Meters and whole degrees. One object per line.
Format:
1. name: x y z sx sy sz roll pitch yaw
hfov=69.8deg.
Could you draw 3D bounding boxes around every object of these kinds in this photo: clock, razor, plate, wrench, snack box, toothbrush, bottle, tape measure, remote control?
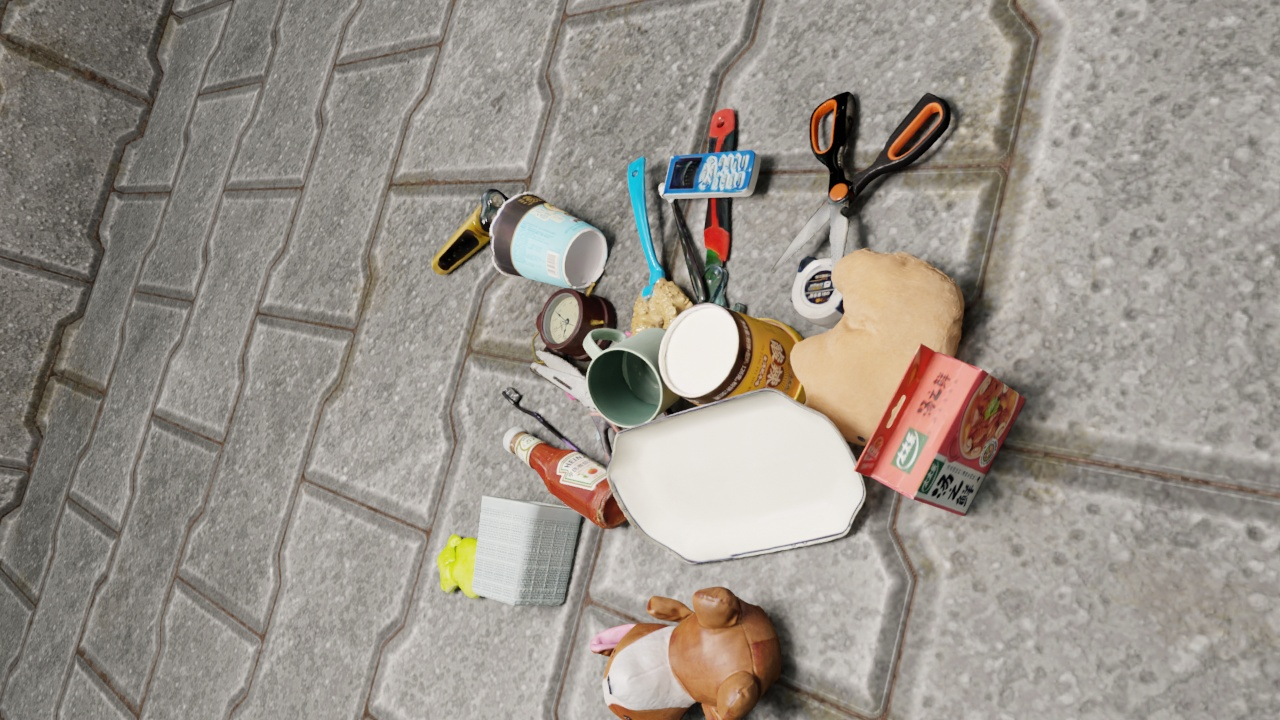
1. clock: -0.086 -0.038 1.103 0.122 0.055 0.082 -33 58 31
2. razor: -0.238 -0.173 1.289 0.168 0.062 0.067 -35 25 34
3. plate: 0.086 0.108 0.870 0.266 0.034 0.162 -21 104 37
4. wrench: 0.088 -0.157 1.015 0.056 0.016 0.273 -14 67 38
5. snack box: 0.241 0.058 0.729 0.044 0.127 0.113 31 97 43
6. toothbrush: 0.047 -0.136 1.034 0.016 0.018 0.180 -40 49 32
7. bottle: -0.089 0.125 1.047 0.206 0.059 0.060 25 93 45
8. toothbrush: -0.117 0.075 1.122 0.189 0.014 0.016 32 85 43
9. tape measure: 0.181 -0.066 0.890 0.066 0.033 0.066 13 82 44
10. remote control: 0.077 -0.203 1.012 0.125 0.024 0.049 8 82 42

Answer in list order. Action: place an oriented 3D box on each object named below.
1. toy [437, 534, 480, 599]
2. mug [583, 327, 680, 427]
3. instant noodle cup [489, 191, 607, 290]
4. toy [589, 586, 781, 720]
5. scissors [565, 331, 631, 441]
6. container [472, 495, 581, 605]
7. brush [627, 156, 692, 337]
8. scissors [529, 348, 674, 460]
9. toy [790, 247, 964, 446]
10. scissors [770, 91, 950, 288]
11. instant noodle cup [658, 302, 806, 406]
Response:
1. toy: -0.217 0.253 1.137 0.100 0.031 0.096 -36 53 28
2. mug: -0.006 0.006 0.945 0.112 0.106 0.082 40 118 10
3. instant noodle cup: -0.107 -0.141 1.132 0.120 0.111 0.111 23 92 35
4. toy: 0.031 0.289 0.851 0.200 0.130 0.140 -31 62 42
5. scissors: -0.036 0.028 1.065 0.133 0.017 0.134 18 88 39
6. container: -0.130 0.215 1.035 0.090 0.090 0.111 0 79 42
7. brush: 0.011 -0.119 1.044 0.083 0.045 0.254 -24 66 38
8. scissors: -0.050 0.059 1.035 0.205 0.015 0.198 -13 80 30
9. toy: 0.200 0.013 0.821 0.143 0.082 0.226 35 105 40
10. scissors: 0.205 -0.181 0.901 0.221 0.021 0.227 -35 48 22
11. instant noodle cup: 0.088 0.004 0.894 0.119 0.114 0.118 -16 65 37
